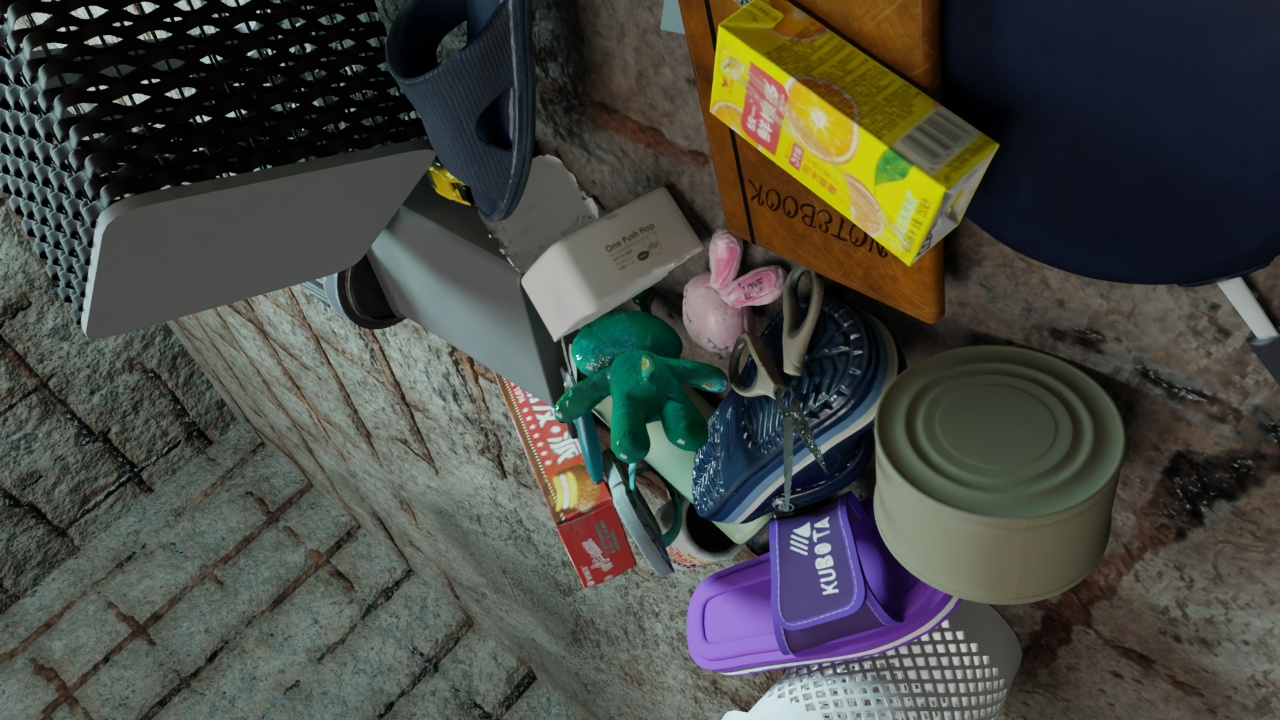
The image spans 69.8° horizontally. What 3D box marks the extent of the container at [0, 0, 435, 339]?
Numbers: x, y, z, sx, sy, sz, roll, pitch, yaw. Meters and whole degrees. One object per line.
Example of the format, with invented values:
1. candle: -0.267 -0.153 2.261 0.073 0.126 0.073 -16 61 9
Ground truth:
1. container: -0.323 -0.188 0.653 0.246 0.246 0.243 -30 85 52

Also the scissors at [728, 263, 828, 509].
1. scissors: 0.087 0.012 0.567 0.012 0.158 0.162 18 171 -20

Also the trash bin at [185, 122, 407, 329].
1. trash bin: -0.329 -0.138 0.954 0.227 0.163 0.164 27 149 26

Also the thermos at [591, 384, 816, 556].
1. thermos: 0.065 0.091 0.795 0.231 0.082 0.082 43 154 7

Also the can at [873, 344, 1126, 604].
1. can: 0.194 0.060 0.507 0.128 0.127 0.073 25 146 36

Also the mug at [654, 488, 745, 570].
1. mug: 0.054 0.154 0.923 0.105 0.073 0.090 69 157 12

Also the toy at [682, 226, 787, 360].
1. toy: 0.059 -0.042 0.649 0.063 0.047 0.110 45 142 16

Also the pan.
1. pan: 0.242 -0.052 0.398 0.356 0.021 0.199 49 154 -10

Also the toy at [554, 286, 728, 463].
1. toy: -0.004 0.004 0.680 0.193 0.130 0.072 -113 15 -55

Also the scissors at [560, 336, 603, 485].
1. scissors: -0.055 0.042 0.799 0.124 0.019 0.156 176 78 -76

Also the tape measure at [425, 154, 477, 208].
1. tape measure: -0.123 -0.152 0.725 0.072 0.071 0.042 32 150 39

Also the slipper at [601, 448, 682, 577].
1. slipper: 0.011 0.131 0.833 0.098 0.055 0.269 60 178 -8

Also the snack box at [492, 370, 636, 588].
1. snack box: -0.080 0.102 0.931 0.236 0.060 0.113 -121 10 -45

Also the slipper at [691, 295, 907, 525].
1. slipper: 0.114 0.044 0.650 0.095 0.105 0.254 15 147 -14

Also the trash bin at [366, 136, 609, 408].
1. trash bin: -0.143 -0.083 0.828 0.220 0.097 0.192 29 150 27

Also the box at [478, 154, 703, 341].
1. box: -0.048 -0.100 0.666 0.137 0.108 0.129 61 156 -1

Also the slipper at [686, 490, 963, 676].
1. slipper: 0.114 0.164 0.682 0.084 0.107 0.267 26 138 -32

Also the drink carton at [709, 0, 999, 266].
1. drink carton: 0.092 -0.109 0.430 0.134 0.042 0.059 44 159 20

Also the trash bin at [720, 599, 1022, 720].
1. trash bin: 0.198 0.282 0.740 0.195 0.199 0.196 34 152 21

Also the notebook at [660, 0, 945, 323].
1. notebook: 0.079 -0.147 0.479 0.178 0.014 0.249 33 153 41

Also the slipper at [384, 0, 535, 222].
1. slipper: -0.115 -0.203 0.561 0.264 0.082 0.101 101 150 -43
